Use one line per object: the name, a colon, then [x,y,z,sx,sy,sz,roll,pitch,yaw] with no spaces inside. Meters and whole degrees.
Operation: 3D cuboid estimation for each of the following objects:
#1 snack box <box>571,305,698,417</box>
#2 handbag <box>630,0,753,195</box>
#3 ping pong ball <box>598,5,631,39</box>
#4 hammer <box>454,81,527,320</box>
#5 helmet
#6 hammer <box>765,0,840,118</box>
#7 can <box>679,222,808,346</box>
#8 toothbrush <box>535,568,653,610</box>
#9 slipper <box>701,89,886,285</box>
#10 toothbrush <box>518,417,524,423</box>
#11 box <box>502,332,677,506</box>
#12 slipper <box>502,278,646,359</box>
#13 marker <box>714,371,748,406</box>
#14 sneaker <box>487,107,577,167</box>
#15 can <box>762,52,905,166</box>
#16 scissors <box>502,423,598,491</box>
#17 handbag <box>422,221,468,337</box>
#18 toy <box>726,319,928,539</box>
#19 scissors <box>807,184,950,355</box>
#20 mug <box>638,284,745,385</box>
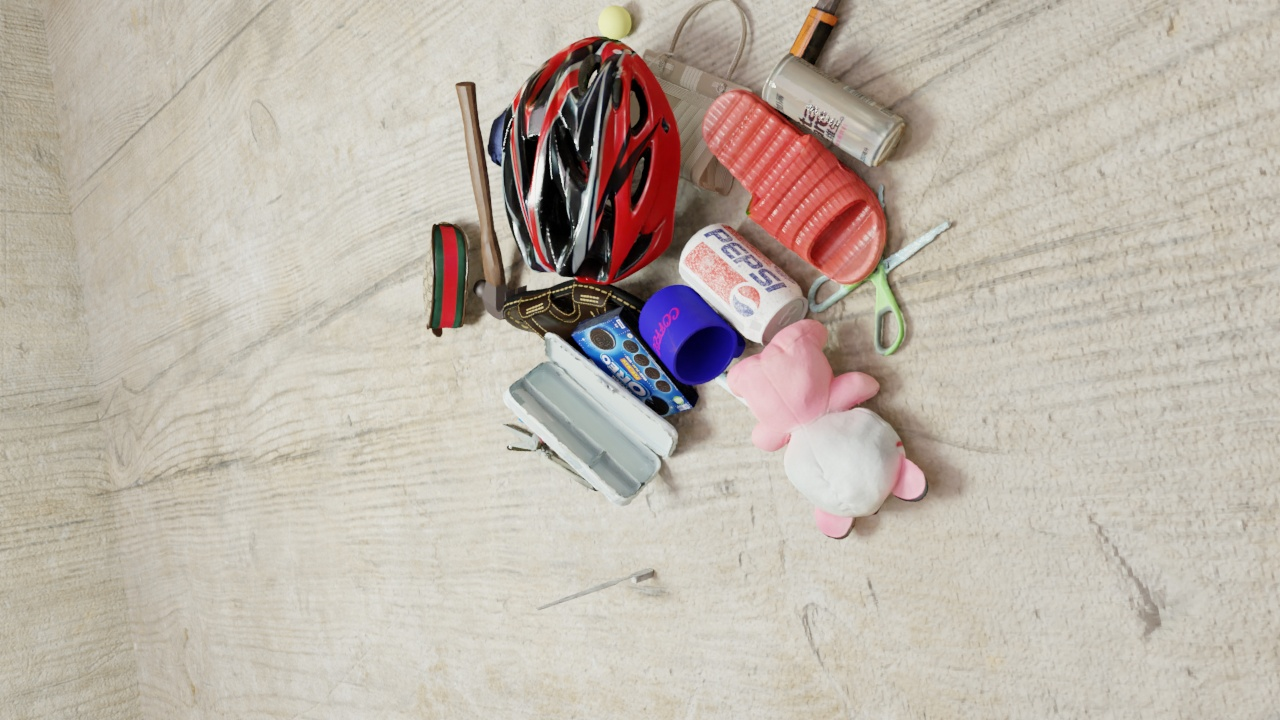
snack box: [-0.006,0.006,1.083,0.082,0.027,0.150,-21,118,40]
handbag: [0.058,-0.314,1.044,0.176,0.062,0.198,34,107,34]
ping pong ball: [-0.031,-0.409,1.112,0.040,0.040,0.040,5,97,41]
hammer: [-0.207,-0.204,1.222,0.115,0.033,0.323,31,135,47]
helmet: [-0.063,-0.219,1.018,0.218,0.166,0.272,11,106,43]
hammer: [0.168,-0.341,0.944,0.138,0.034,0.315,43,121,28]
can: [0.110,-0.082,0.992,0.136,0.078,0.078,46,122,29]
toothbrush: [-0.052,0.278,1.101,0.010,0.181,0.010,17,108,45]
slipper: [0.149,-0.180,0.928,0.248,0.059,0.104,50,119,13]
toothbrush: [-0.114,0.086,1.250,0.167,0.014,0.016,4,97,42]
box: [-0.049,0.053,1.097,0.215,0.106,0.125,41,131,7]
slipper: [-0.083,-0.044,1.152,0.268,0.113,0.075,1,64,44]
marker: [0.137,0.055,1.021,0.146,0.017,0.017,38,117,33]
sneaker: [-0.141,-0.235,1.192,0.119,0.091,0.233,-4,91,38]
can: [0.189,-0.245,0.900,0.135,0.054,0.054,36,118,15]
scissors: [-0.120,0.120,1.251,0.179,0.015,0.188,50,137,17]
handbag: [-0.292,-0.121,1.354,0.138,0.063,0.167,-123,37,-57]
toy: [0.182,0.072,0.928,0.142,0.084,0.213,-37,81,29]
scissors: [0.233,-0.090,0.924,0.168,0.023,0.171,0,90,47]
mug: [0.065,-0.028,1.016,0.083,0.111,0.079,52,128,46]
